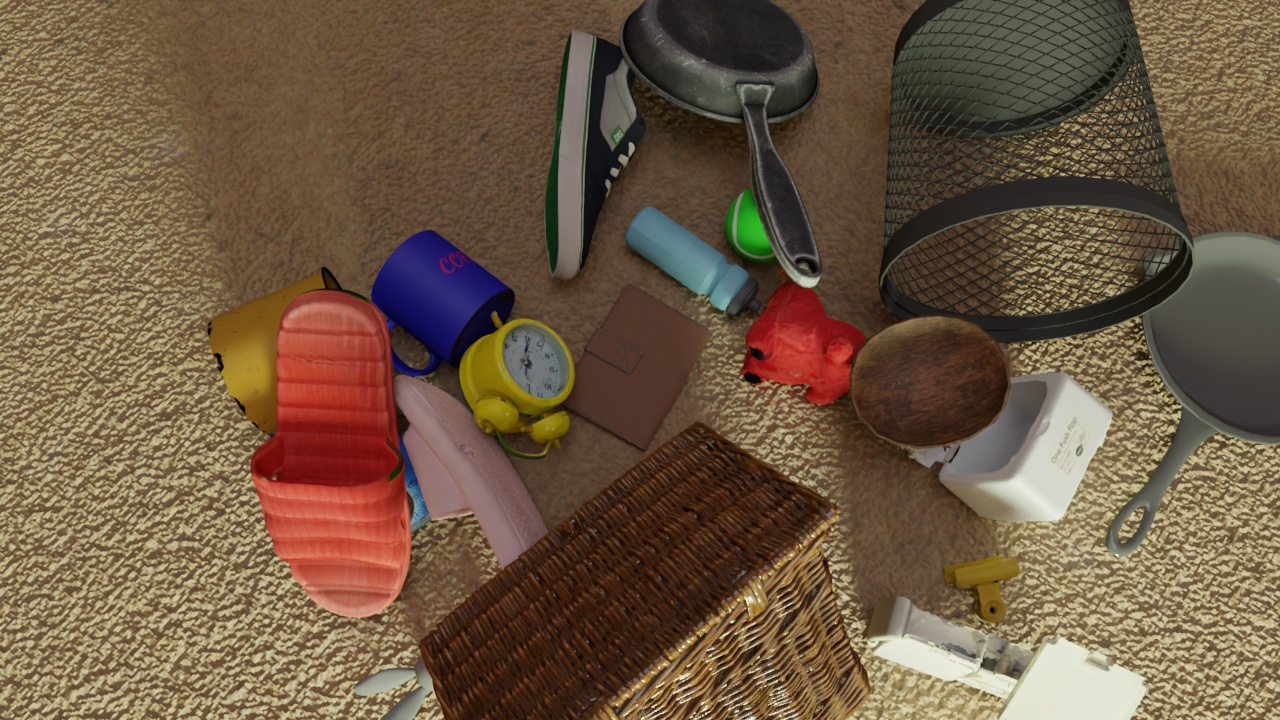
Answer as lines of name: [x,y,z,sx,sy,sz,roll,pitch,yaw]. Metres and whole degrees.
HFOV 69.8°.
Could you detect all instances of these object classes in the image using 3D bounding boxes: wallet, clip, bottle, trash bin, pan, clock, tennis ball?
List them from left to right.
clock: [-0.095,0.023,0.720,0.083,0.057,0.118,15,58,-38]
wallet: [-0.005,0.004,0.770,0.087,0.013,0.120,30,75,5]
bottle: [0.048,-0.082,0.786,0.130,0.040,0.040,36,74,9]
pan: [0.093,-0.212,0.782,0.187,0.055,0.356,-3,54,-18]
tennis ball: [0.106,-0.117,0.786,0.065,0.065,0.065,1,72,-2]
clip: [0.270,0.177,0.715,0.054,0.045,0.049,-8,47,-6]
trash bin: [0.302,-0.162,0.736,0.218,0.218,0.227,5,68,0]
pan: [0.484,0.026,0.774,0.216,0.024,0.354,39,74,10]

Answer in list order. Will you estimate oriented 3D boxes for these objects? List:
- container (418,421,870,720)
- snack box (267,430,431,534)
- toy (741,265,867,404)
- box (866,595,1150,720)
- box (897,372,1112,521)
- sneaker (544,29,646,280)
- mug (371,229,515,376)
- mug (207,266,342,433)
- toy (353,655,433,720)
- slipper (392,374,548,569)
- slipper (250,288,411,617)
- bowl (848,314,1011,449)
container: [0.018,0.201,0.605,0.249,0.162,0.183,-37,120,-14]
snack box: [-0.227,0.079,0.730,0.082,0.027,0.150,-38,77,-13]
toy: [0.155,-0.020,0.752,0.133,0.088,0.093,19,60,1]
box: [0.230,0.216,0.617,0.143,0.186,0.070,19,73,11]
box: [0.262,0.043,0.715,0.136,0.121,0.108,40,73,-12]
sneaker: [-0.036,-0.177,0.797,0.079,0.084,0.235,9,70,-13]
mug: [-0.169,-0.037,0.750,0.083,0.079,0.111,37,102,10]
mug: [-0.255,0.005,0.695,0.094,0.100,0.124,-25,106,-8]
toy: [-0.153,0.231,0.682,0.111,0.030,0.049,-29,90,-16]
slipper: [-0.122,0.103,0.693,0.056,0.106,0.221,-35,82,5]
slipper: [-0.215,0.076,0.639,0.103,0.059,0.249,0,108,-2]
bowl: [0.217,0.018,0.693,0.114,0.026,0.102,-13,70,12]
